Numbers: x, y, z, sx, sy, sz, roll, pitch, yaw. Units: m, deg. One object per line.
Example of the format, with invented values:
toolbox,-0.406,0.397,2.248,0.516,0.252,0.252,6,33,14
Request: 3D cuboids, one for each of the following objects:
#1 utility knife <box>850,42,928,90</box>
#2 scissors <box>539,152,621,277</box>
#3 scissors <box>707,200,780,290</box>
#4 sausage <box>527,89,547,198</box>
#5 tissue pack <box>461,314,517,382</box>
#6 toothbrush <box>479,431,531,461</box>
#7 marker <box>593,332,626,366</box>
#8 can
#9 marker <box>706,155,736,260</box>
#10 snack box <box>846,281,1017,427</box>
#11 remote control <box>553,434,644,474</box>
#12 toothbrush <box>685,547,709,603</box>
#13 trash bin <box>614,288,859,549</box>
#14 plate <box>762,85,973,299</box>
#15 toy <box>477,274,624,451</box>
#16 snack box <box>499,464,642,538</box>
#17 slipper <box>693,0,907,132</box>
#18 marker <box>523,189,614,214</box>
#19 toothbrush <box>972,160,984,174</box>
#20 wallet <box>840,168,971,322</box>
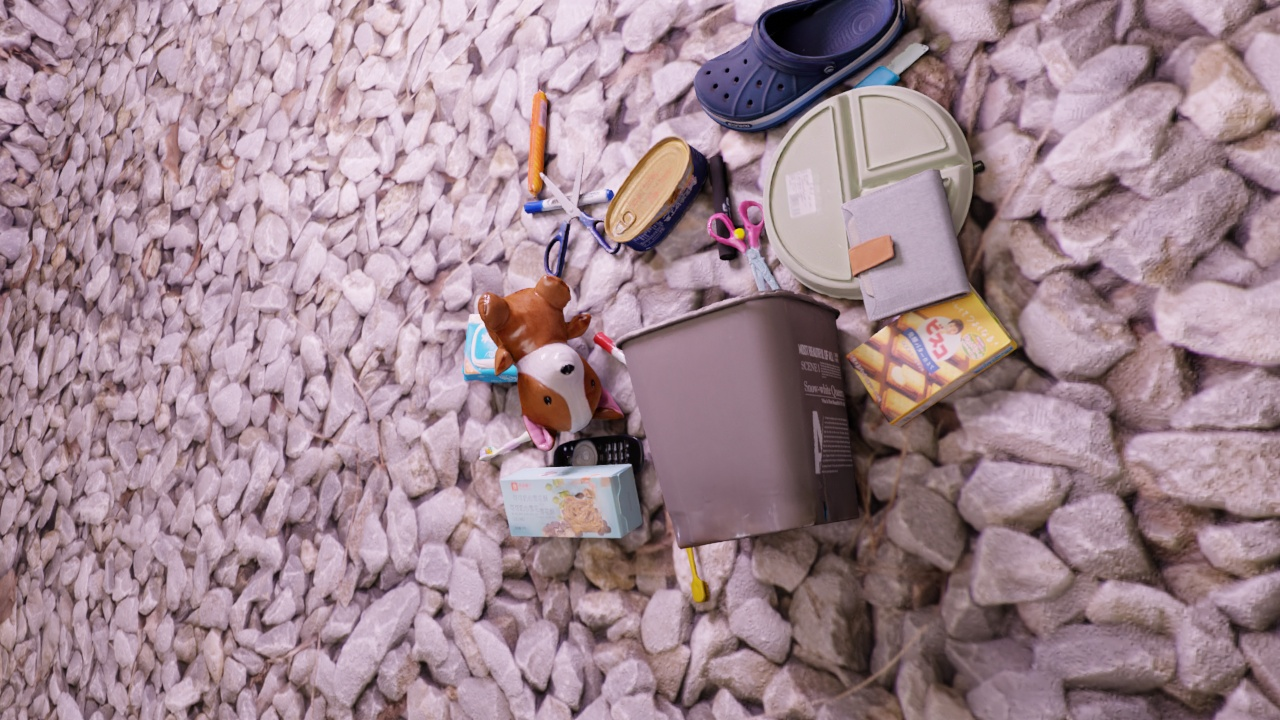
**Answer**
utility knife,0.236,-0.283,1.011,0.186,0.018,0.034,-40,75,20
scissors,-0.088,-0.184,1.206,0.176,0.012,0.163,40,111,27
scissors,0.137,-0.125,1.044,0.076,0.017,0.137,-32,71,-3
sausage,-0.144,-0.304,1.282,0.021,0.021,0.165,-6,75,34
tissue pack,-0.175,-0.017,1.210,0.140,0.063,0.090,-1,78,35
toothbrush,-0.134,0.089,1.184,0.190,0.029,0.020,-27,107,26
marker,-0.007,0.007,1.114,0.145,0.017,0.017,37,101,35
can,0.019,-0.203,1.125,0.148,0.049,0.074,-53,55,13
marker,0.095,-0.181,1.085,0.022,0.020,0.132,-19,68,38
snack box,0.284,-0.008,0.904,0.141,0.033,0.087,-38,61,20
remote control,-0.048,0.118,1.111,0.137,0.024,0.053,-9,80,34
toothbrush,0.050,0.178,1.035,0.016,0.016,0.190,-25,64,29
trash bin,0.110,0.065,0.919,0.199,0.198,0.219,-18,75,31
plate,0.230,-0.180,0.966,0.231,0.027,0.230,-5,81,33
toy,-0.107,0.000,1.095,0.199,0.140,0.131,69,161,3
snack box,-0.085,0.168,1.096,0.175,0.051,0.074,-7,98,33
slipper,0.169,-0.344,1.029,0.253,0.095,0.105,-20,65,26
marker,-0.097,-0.213,1.230,0.146,0.017,0.017,-2,78,35
toothbrush,0.269,-0.164,0.964,0.186,0.012,0.017,-22,73,29
wallet,0.256,-0.111,0.902,0.107,0.037,0.129,-18,73,31
